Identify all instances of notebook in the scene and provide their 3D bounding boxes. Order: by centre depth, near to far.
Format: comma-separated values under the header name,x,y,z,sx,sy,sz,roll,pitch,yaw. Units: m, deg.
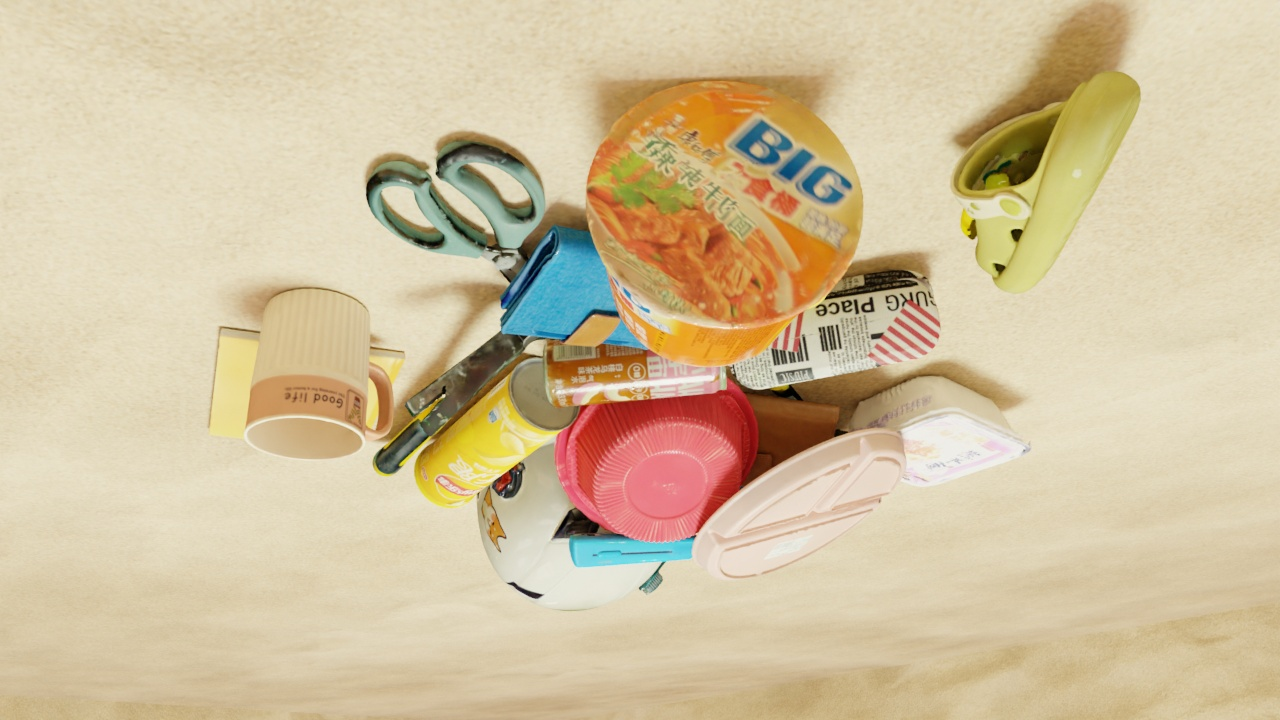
name,x,y,z,sx,sy,sz,roll,pitch,yaw
notebook,-0.305,0.033,0.822,0.145,0.010,0.207,8,150,-23

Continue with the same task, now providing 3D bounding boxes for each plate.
name,x,y,z,sx,sy,sz,roll,pitch,yaw
plate,0.156,0.144,0.872,0.229,0.028,0.230,-21,149,-14

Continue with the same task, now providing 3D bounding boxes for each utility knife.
name,x,y,z,sx,sy,sz,roll,pitch,yaw
utility knife,0.003,0.185,0.904,0.159,0.034,0.018,4,-163,-28

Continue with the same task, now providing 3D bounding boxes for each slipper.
name,x,y,z,sx,sy,sz,roll,pitch,yaw
slipper,0.238,-0.114,0.561,0.081,0.091,0.190,32,170,16

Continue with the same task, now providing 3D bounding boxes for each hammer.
name,x,y,z,sx,sy,sz,roll,pitch,yaw
hammer,-0.179,0.048,0.794,0.032,0.125,0.324,50,144,-3

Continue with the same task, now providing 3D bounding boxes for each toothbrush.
name,x,y,z,sx,sy,sz,roll,pitch,yaw
toothbrush,0.061,0.200,1.058,0.018,0.191,0.016,49,148,-3

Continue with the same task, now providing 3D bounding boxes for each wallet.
name,x,y,z,sx,sy,sz,roll,pitch,yaw
wallet,-0.025,-0.049,0.663,0.133,0.040,0.107,6,144,-33
wallet,0.117,0.079,0.891,0.132,0.031,0.108,9,124,2

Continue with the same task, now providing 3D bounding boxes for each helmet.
name,x,y,z,sx,sy,sz,roll,pitch,yaw
helmet,-0.062,0.184,0.993,0.229,0.156,0.275,13,148,-31

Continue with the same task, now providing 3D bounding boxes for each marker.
name,x,y,z,sx,sy,sz,roll,pitch,yaw
marker,0.137,0.027,0.876,0.018,0.015,0.124,-12,155,22

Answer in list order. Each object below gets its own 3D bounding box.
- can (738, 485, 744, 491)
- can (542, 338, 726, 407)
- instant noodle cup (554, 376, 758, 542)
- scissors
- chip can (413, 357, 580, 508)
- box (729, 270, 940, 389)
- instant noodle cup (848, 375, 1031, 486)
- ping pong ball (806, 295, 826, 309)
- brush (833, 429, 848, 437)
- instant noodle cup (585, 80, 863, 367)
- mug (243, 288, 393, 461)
name,x,y,z,sx,sy,sz,roll,pitch,yaw
can,0.114,0.149,1.001,0.075,0.111,0.075,-4,153,-2
can,-0.005,0.004,0.760,0.147,0.057,0.058,-5,153,2
instant noodle cup,0.020,0.097,0.833,0.193,0.065,0.194,-4,120,-8
scissors,-0.124,-0.082,0.618,0.130,0.019,0.185,-4,151,-1
chip can,-0.139,0.072,0.858,0.072,0.072,0.214,13,147,-31
box,0.147,-0.019,0.708,0.163,0.087,0.076,-9,138,16
instant noodle cup,0.294,0.069,0.931,0.173,0.060,0.138,18,145,-39
ping pong ball,0.120,-0.058,0.677,0.040,0.040,0.040,-4,153,-2
brush,0.159,0.104,0.963,0.143,0.073,0.055,5,163,-18
instant noodle cup,0.043,-0.069,0.541,0.151,0.151,0.111,-3,161,-3
mug,-0.235,0.016,0.695,0.082,0.105,0.114,-22,148,31
